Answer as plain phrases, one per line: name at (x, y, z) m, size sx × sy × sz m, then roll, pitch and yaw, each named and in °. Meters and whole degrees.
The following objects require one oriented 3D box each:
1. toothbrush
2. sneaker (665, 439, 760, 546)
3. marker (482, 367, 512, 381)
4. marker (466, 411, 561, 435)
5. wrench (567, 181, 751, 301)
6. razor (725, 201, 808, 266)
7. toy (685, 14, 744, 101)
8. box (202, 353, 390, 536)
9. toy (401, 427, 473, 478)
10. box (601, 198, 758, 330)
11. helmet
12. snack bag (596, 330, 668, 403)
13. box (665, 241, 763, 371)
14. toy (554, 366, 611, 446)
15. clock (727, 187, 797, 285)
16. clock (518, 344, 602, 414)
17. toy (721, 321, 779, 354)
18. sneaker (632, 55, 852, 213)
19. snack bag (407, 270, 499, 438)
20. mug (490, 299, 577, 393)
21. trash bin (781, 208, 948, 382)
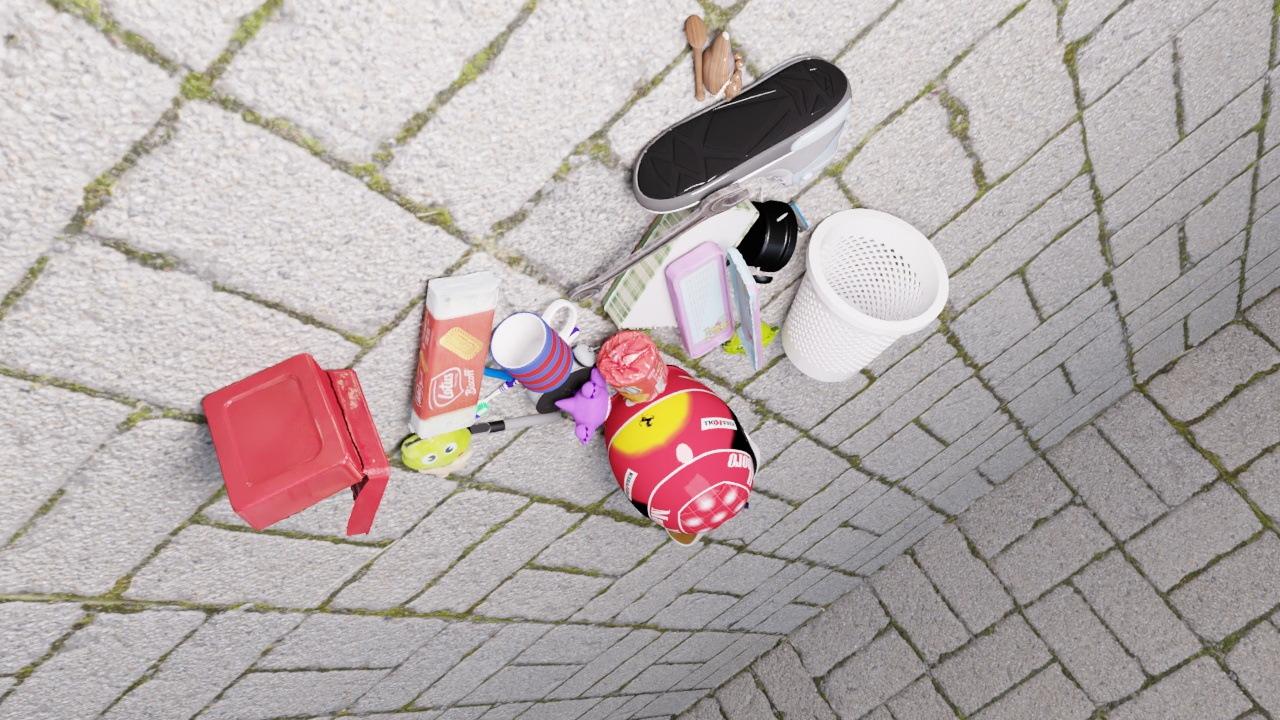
toothbrush at (-0.150, 0.018, 1.176) m, size 0.187 × 0.016 × 0.015 m, roll -37°, pitch 153°, yaw 10°
sneaker at (0.153, 0.226, 1.687) m, size 0.127 × 0.121 × 0.295 m, roll -35°, pitch 161°, yaw -44°
marker at (-0.208, 0.009, 1.114) m, size 0.013 × 0.013 × 0.141 m, roll -45°, pitch 147°, yaw 21°
marker at (-0.171, 0.086, 1.255) m, size 0.140 × 0.016 × 0.016 m, roll -7°, pitch 142°, yaw -35°
wrench at (0.014, -0.127, 1.024) m, size 0.274 × 0.010 × 0.069 m, roll -29°, pitch 171°, yaw 38°
razor at (0.146, -0.152, 1.193) m, size 0.144 × 0.022 × 0.043 m, roll -32°, pitch 108°, yaw 9°
toy at (0.074, -0.293, 0.905) m, size 0.055 × 0.041 × 0.102 m, roll -8°, pitch 157°, yaw 3°
box at (-0.362, 0.091, 0.959) m, size 0.165 × 0.157 × 0.152 m, roll 0°, pitch 135°, yaw -39°
toy at (-0.261, 0.122, 1.200) m, size 0.092 × 0.043 × 0.118 m, roll -26°, pitch 151°, yaw -11°
box at (0.047, -0.122, 1.119) m, size 0.117 × 0.050 × 0.206 m, roll -6°, pitch 142°, yaw -43°
helmet at (0.064, 0.144, 1.349) m, size 0.198 × 0.224 × 0.271 m, roll -35°, pitch 148°, yaw 5°
snack bag at (-0.007, 0.007, 1.200) m, size 0.082 × 0.082 × 0.176 m, roll -32°, pitch 166°, yaw 1°
box at (0.103, -0.050, 1.141) m, size 0.089 × 0.093 × 0.214 m, roll -31°, pitch 152°, yaw -7°
toy at (-0.067, 0.058, 1.184) m, size 0.088 × 0.056 × 0.106 m, roll -9°, pitch 110°, yaw -66°
clock at (0.144, -0.143, 1.133) m, size 0.042 × 0.091 × 0.121 m, roll 3°, pitch 127°, yaw -30°
clock at (-0.095, 0.020, 1.196) m, size 0.122 × 0.035 × 0.094 m, roll -37°, pitch 161°, yaw 1°
toy at (0.165, -0.032, 1.369) m, size 0.094 × 0.036 × 0.094 m, roll -27°, pitch 157°, yaw -5°
sneaker at (0.116, -0.217, 1.017) m, size 0.256 × 0.093 × 0.160 m, roll -31°, pitch 158°, yaw 0°
snack bag at (-0.215, -0.002, 1.048) m, size 0.077 × 0.041 × 0.226 m, roll -15°, pitch 139°, yaw -34°
mug at (-0.117, -0.023, 1.099) m, size 0.112 × 0.075 × 0.076 m, roll -48°, pitch 150°, yaw -4°
trash bin at (0.295, -0.074, 1.296) m, size 0.195 × 0.195 × 0.200 m, roll -18°, pitch 157°, yaw -22°
